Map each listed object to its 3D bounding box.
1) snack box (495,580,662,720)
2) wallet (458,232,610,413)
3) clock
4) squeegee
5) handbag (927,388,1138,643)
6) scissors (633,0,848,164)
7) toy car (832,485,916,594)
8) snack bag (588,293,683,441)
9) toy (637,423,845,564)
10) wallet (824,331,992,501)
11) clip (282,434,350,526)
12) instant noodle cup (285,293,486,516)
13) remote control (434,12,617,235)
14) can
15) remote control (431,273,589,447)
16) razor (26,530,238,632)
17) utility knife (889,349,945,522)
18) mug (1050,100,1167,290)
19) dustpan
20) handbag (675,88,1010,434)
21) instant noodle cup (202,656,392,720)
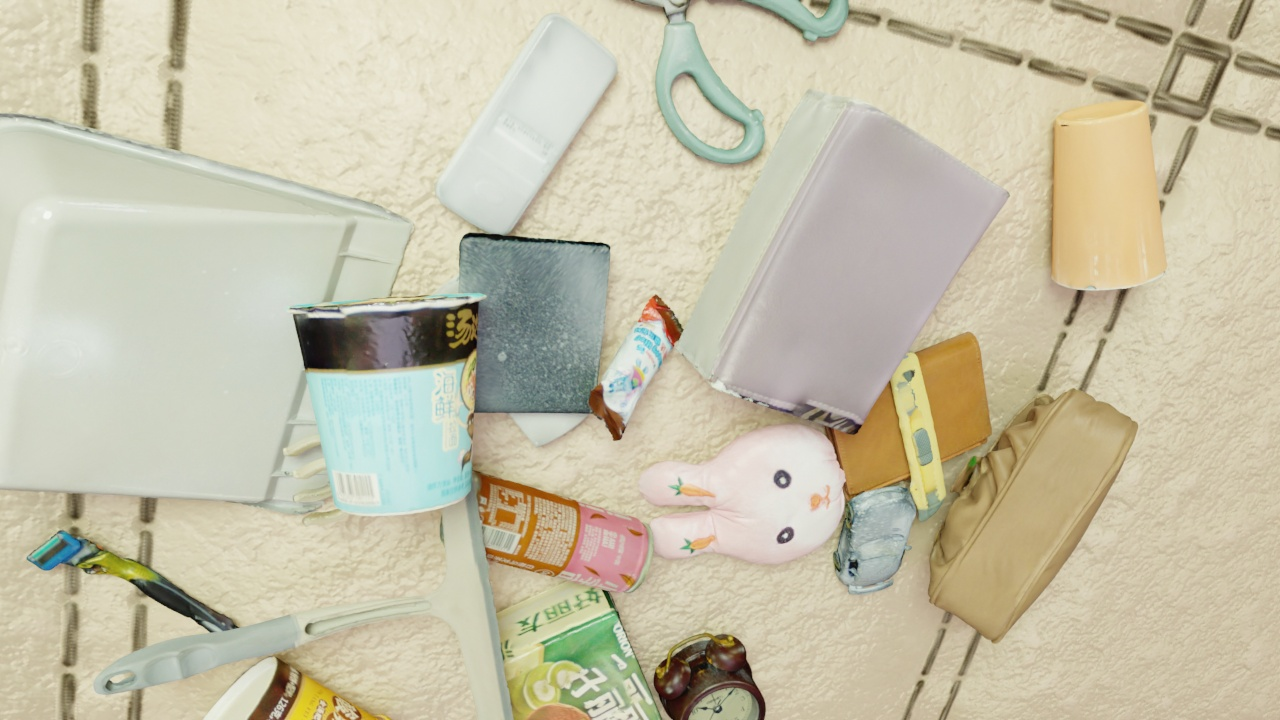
[{"bbox_3d":[-0.042,0.291,0.735,0.114,0.063,0.240,-22,116,-8],"label":"snack box"},{"bbox_3d":[-0.072,-0.021,0.597,0.097,0.019,0.121,1,109,-16],"label":"wallet"},{"bbox_3d":[0.056,0.271,0.760,0.082,0.055,0.122,-23,115,-6],"label":"clock"},{"bbox_3d":[-0.218,0.178,0.600,0.246,0.039,0.246,-10,101,-13],"label":"squeegee"},{"bbox_3d":[0.303,0.115,0.732,0.205,0.100,0.147,-61,158,11],"label":"handbag"},{"bbox_3d":[0.059,-0.220,0.574,0.176,0.019,0.174,-35,116,1],"label":"scissors"},{"bbox_3d":[0.190,0.147,0.742,0.054,0.036,0.121,-9,134,-6],"label":"toy car"},{"bbox_3d":[-0.004,0.004,0.624,0.105,0.026,0.045,-59,137,-31],"label":"snack bag"},{"bbox_3d":[0.080,0.108,0.702,0.159,0.054,0.121,-11,115,-3],"label":"toy"},{"bbox_3d":[0.211,0.047,0.724,0.131,0.031,0.108,-22,115,-5],"label":"wallet"},{"bbox_3d":[-0.185,0.061,0.599,0.104,0.035,0.089,-32,133,-12],"label":"clip"},{"bbox_3d":[-0.142,0.024,0.535,0.111,0.111,0.120,-6,97,-14],"label":"instant noodle cup"},{"bbox_3d":[-0.071,-0.143,0.566,0.056,0.020,0.136,30,101,-26],"label":"remote control"},{"bbox_3d":[-0.066,0.125,0.660,0.147,0.058,0.058,20,105,-23],"label":"can"},{"bbox_3d":[-0.085,-0.003,0.622,0.056,0.019,0.135,-36,117,0],"label":"remote control"},{"bbox_3d":[-0.329,0.152,0.615,0.043,0.022,0.142,-31,124,28],"label":"razor"},{"bbox_3d":[0.209,0.049,0.703,0.031,0.019,0.175,-25,109,-12],"label":"utility knife"},{"bbox_3d":[0.338,-0.121,0.668,0.078,0.078,0.123,-17,111,-9],"label":"mug"},{"bbox_3d":[-0.311,-0.030,0.551,0.257,0.143,0.223,4,114,-49],"label":"dustpan"},{"bbox_3d":[0.132,-0.061,0.617,0.145,0.098,0.197,22,103,-22],"label":"handbag"},{"bbox_3d":[-0.246,0.280,0.646,0.118,0.118,0.114,-42,108,4],"label":"instant noodle cup"}]
